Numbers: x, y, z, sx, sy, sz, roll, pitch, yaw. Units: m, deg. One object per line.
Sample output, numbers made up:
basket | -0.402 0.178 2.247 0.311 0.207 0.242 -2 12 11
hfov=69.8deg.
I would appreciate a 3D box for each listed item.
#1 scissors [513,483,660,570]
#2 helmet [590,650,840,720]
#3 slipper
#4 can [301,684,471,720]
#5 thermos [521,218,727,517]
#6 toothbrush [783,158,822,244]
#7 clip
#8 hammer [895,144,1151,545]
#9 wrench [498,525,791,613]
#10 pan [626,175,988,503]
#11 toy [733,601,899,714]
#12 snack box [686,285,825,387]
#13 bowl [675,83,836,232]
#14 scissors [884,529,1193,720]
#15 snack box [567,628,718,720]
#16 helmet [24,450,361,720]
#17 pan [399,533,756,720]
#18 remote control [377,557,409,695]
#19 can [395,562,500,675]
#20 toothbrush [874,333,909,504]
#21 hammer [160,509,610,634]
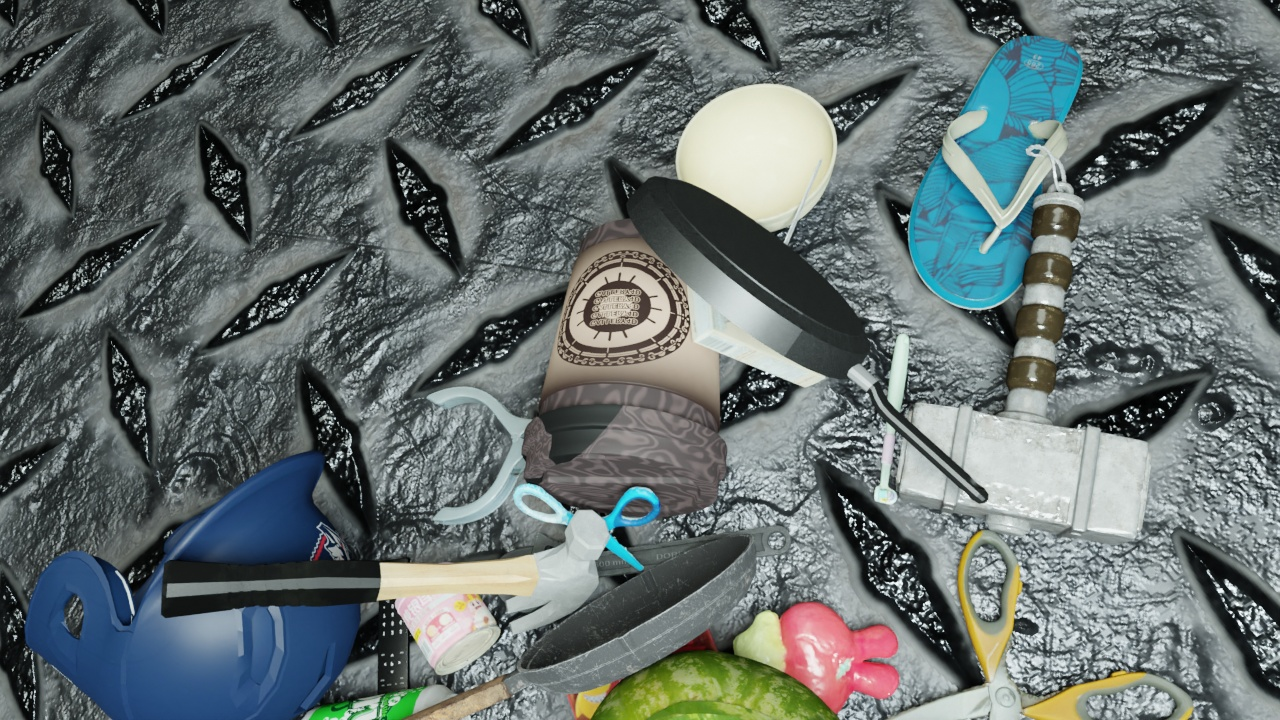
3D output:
scissors | -0.039 0.136 0.775 0.140 0.134 0.011 -35 21 33
helmet | 0.058 0.319 0.619 0.213 0.247 0.243 -28 60 -6
slipper | 0.327 -0.188 0.841 0.118 0.060 0.294 18 76 25
can | -0.220 0.331 0.781 0.140 0.088 0.087 -14 67 10
thermos | -0.005 0.005 0.807 0.173 0.173 0.225 -1 63 15
toothbrush | 0.125 -0.099 0.837 0.010 0.010 0.182 31 114 24
clip | -0.157 0.081 0.893 0.165 0.032 0.164 35 83 24
hammer | 0.324 -0.020 0.747 0.177 0.079 0.326 10 79 19
wrench | -0.002 0.178 0.817 0.273 0.018 0.073 -10 68 11
pan | 0.134 -0.027 0.707 0.356 0.224 0.034 44 112 18
toy | 0.141 0.240 0.734 0.135 0.045 0.091 -5 78 0
snack box | 0.102 -0.035 0.799 0.026 0.150 0.081 -28 54 40
bowl | 0.115 -0.183 0.889 0.151 0.075 0.150 -5 68 13
scissors | 0.291 0.237 0.705 0.225 0.016 0.229 -10 64 7
snack box | 0.003 0.267 0.778 0.133 0.021 0.089 -26 66 5
helmet | -0.346 0.199 0.789 0.223 0.232 0.272 29 93 4
pan | -0.064 0.231 0.703 0.357 0.207 0.040 -29 87 4
remote control | -0.230 0.255 0.855 0.030 0.009 0.140 -11 67 12
can | -0.172 0.228 0.817 0.067 0.067 0.076 -40 65 -2
toothbrush | 0.222 0.049 0.803 0.022 0.015 0.154 16 72 -15
hammer | -0.190 0.172 0.718 0.327 0.131 0.039 4 43 -25
